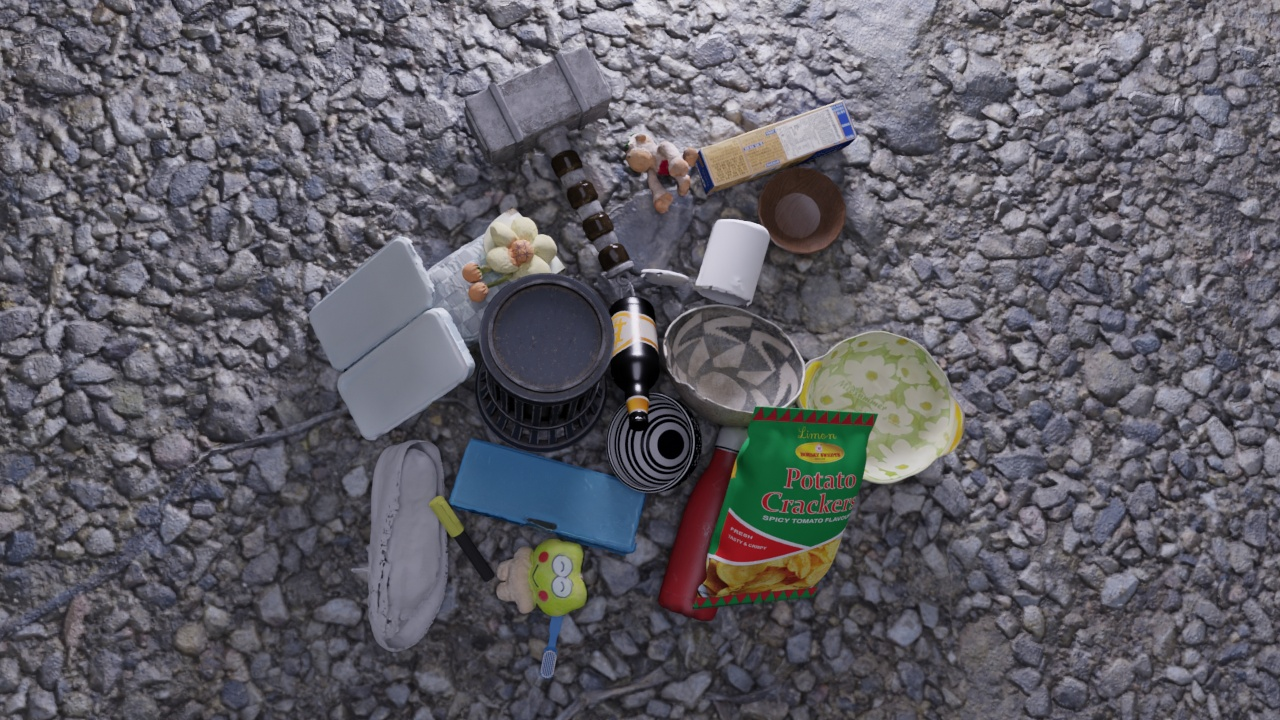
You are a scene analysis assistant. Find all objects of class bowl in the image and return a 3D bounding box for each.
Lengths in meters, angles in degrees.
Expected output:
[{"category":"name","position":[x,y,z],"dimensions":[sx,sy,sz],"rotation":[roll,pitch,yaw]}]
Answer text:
[{"category":"bowl","position":[0.296,0.061,1.168],"dimensions":[0.219,0.060,0.188],"rotation":[17,81,-4]},{"category":"bowl","position":[0.209,-0.193,1.206],"dimensions":[0.118,0.030,0.117],"rotation":[1,83,-5]},{"category":"bowl","position":[0.025,0.102,1.128],"dimensions":[0.120,0.066,0.120],"rotation":[-4,81,28]},{"category":"bowl","position":[0.108,0.019,1.134],"dimensions":[0.178,0.081,0.178],"rotation":[8,48,-10]}]

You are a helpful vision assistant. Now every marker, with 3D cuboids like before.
[{"category":"marker","position":[-0.212,0.215,1.100],"dimensions":[0.017,0.021,0.124],"rotation":[-47,115,-41]}]

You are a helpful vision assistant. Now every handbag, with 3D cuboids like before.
[{"category":"handbag","position":[-0.183,-0.099,1.112],"dimensions":[0.171,0.123,0.112],"rotation":[-40,94,-14]}]

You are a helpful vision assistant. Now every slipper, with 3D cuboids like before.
[{"category":"slipper","position":[-0.285,0.218,1.089],"dimensions":[0.112,0.075,0.246],"rotation":[5,84,-36]}]

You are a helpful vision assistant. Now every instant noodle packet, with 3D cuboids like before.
[{"category":"instant noodle packet","position":[0.172,0.174,1.073],"dimensions":[0.195,0.090,0.253],"rotation":[5,108,-34]}]

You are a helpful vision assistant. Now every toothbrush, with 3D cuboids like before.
[{"category":"toothbrush","position":[-0.100,0.305,1.124],"dimensions":[0.016,0.014,0.166],"rotation":[11,81,-4]}]

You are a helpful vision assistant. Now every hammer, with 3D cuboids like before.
[{"category":"hammer","position":[-0.077,-0.218,1.165],"dimensions":[0.177,0.079,0.326],"rotation":[-27,91,-8]}]

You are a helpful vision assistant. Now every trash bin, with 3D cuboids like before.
[{"category":"trash bin","position":[-0.109,0.004,1.041],"dimensions":[0.164,0.228,0.164],"rotation":[2,74,-7]}]

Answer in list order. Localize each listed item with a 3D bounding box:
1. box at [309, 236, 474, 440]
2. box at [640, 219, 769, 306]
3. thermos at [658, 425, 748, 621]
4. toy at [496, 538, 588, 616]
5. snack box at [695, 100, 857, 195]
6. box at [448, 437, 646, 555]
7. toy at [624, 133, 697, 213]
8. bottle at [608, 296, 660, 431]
[{"category":"box","position":[-0.299,-0.022,1.080],"dimensions":[0.209,0.037,0.189],"rotation":[-28,90,32]},{"category":"box","position":[0.082,-0.135,1.164],"dimensions":[0.150,0.080,0.106],"rotation":[15,83,-7]},{"category":"thermos","position":[0.088,0.194,1.125],"dimensions":[0.073,0.073,0.239],"rotation":[18,81,-3]},{"category":"toy","position":[-0.120,0.263,1.108],"dimensions":[0.115,0.046,0.092],"rotation":[-7,77,11]},{"category":"snack box","position":[0.175,-0.278,1.202],"dimensions":[0.206,0.057,0.056],"rotation":[-20,89,-8]},{"category":"box","position":[-0.112,0.170,1.132],"dimensions":[0.231,0.053,0.093],"rotation":[15,65,-4]},{"category":"toy","position":[0.022,-0.257,1.175],"dimensions":[0.106,0.085,0.074],"rotation":[42,60,10]},{"category":"bottle","position":[-0.007,0.006,1.104],"dimensions":[0.059,0.059,0.181],"rotation":[1,50,-5]}]
